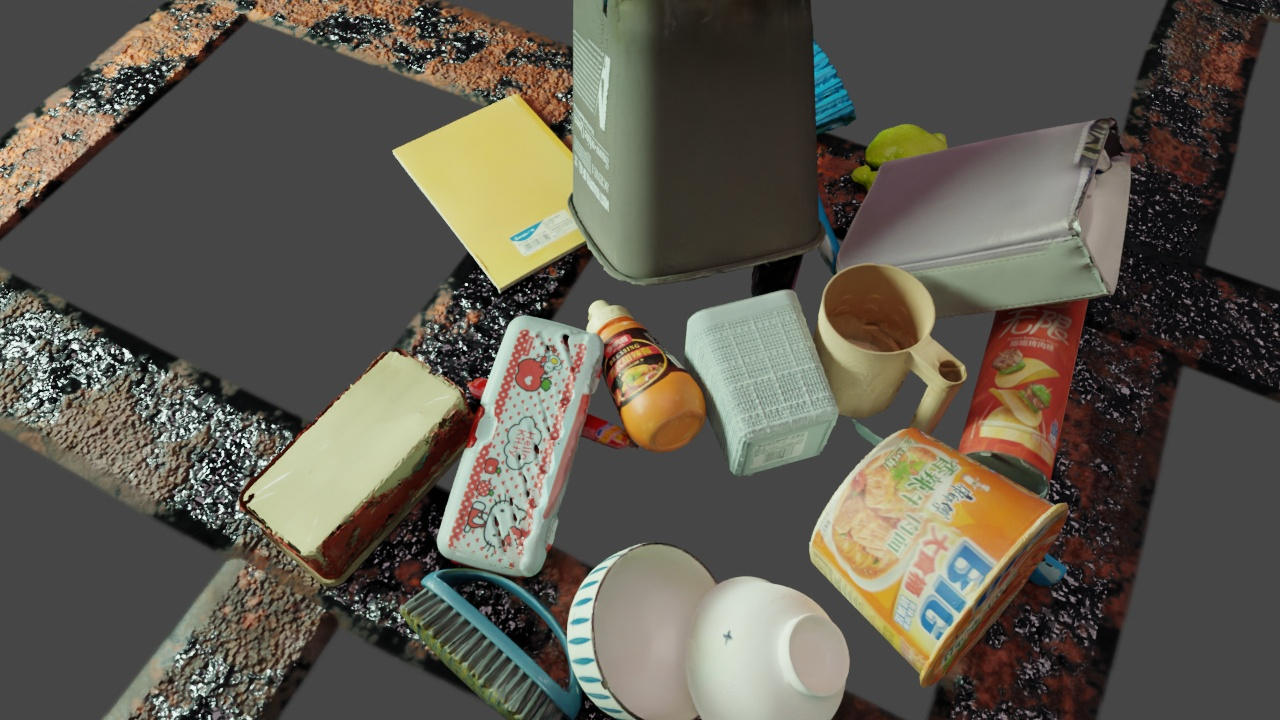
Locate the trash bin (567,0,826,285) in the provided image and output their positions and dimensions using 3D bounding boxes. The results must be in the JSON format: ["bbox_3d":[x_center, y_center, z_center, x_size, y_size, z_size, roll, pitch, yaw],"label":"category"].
[{"bbox_3d":[0.038,-0.208,0.747,0.198,0.220,0.199,-14,38,-13],"label":"trash bin"}]

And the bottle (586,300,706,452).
[{"bbox_3d":[-0.004,0.004,0.744,0.066,0.067,0.149,-23,54,-13],"label":"bottle"}]

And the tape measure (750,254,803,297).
[{"bbox_3d":[0.116,-0.077,0.792,0.039,0.057,0.057,16,25,10],"label":"tape measure"}]

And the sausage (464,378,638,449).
[{"bbox_3d":[-0.073,0.042,0.742,0.156,0.020,0.020,19,60,12],"label":"sausage"}]

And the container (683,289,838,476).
[{"bbox_3d":[0.094,0.020,0.715,0.090,0.090,0.111,-14,62,-8],"label":"container"}]

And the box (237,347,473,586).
[{"bbox_3d":[-0.208,0.075,0.690,0.091,0.077,0.168,32,64,19],"label":"box"}]

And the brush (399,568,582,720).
[{"bbox_3d":[-0.095,0.192,0.629,0.144,0.055,0.073,34,65,20],"label":"brush"}]

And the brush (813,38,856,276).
[{"bbox_3d":[0.162,-0.216,0.885,0.109,0.061,0.314,-23,63,-7],"label":"brush"}]

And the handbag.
[{"bbox_3d":[0.276,-0.110,0.737,0.197,0.098,0.144,-5,52,45],"label":"handbag"}]

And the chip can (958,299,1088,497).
[{"bbox_3d":[0.308,0.007,0.732,0.073,0.073,0.216,19,61,12],"label":"chip can"}]

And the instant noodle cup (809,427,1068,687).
[{"bbox_3d":[0.195,0.125,0.621,0.151,0.151,0.111,-38,57,-21],"label":"instant noodle cup"}]

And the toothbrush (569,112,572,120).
[{"bbox_3d":[0.001,-0.293,0.954,0.189,0.014,0.016,-38,41,-21],"label":"toothbrush"}]

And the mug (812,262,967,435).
[{"bbox_3d":[0.190,0.000,0.716,0.084,0.104,0.124,-35,64,-19],"label":"mug"}]

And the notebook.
[{"bbox_3d":[-0.126,-0.168,0.879,0.145,0.010,0.206,-31,63,-18],"label":"notebook"}]

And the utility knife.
[{"bbox_3d":[0.233,0.104,0.694,0.185,0.034,0.018,39,74,23],"label":"utility knife"}]

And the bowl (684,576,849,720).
[{"bbox_3d":[0.095,0.193,0.591,0.118,0.065,0.118,15,60,-28],"label":"bowl"}]

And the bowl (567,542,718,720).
[{"bbox_3d":[-0.002,0.185,0.614,0.116,0.066,0.116,16,62,-33],"label":"bowl"}]

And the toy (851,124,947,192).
[{"bbox_3d":[0.248,-0.190,0.877,0.097,0.031,0.100,-2,59,2],"label":"toy"}]

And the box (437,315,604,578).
[{"bbox_3d":[-0.087,0.062,0.698,0.087,0.047,0.200,11,68,8],"label":"box"}]
